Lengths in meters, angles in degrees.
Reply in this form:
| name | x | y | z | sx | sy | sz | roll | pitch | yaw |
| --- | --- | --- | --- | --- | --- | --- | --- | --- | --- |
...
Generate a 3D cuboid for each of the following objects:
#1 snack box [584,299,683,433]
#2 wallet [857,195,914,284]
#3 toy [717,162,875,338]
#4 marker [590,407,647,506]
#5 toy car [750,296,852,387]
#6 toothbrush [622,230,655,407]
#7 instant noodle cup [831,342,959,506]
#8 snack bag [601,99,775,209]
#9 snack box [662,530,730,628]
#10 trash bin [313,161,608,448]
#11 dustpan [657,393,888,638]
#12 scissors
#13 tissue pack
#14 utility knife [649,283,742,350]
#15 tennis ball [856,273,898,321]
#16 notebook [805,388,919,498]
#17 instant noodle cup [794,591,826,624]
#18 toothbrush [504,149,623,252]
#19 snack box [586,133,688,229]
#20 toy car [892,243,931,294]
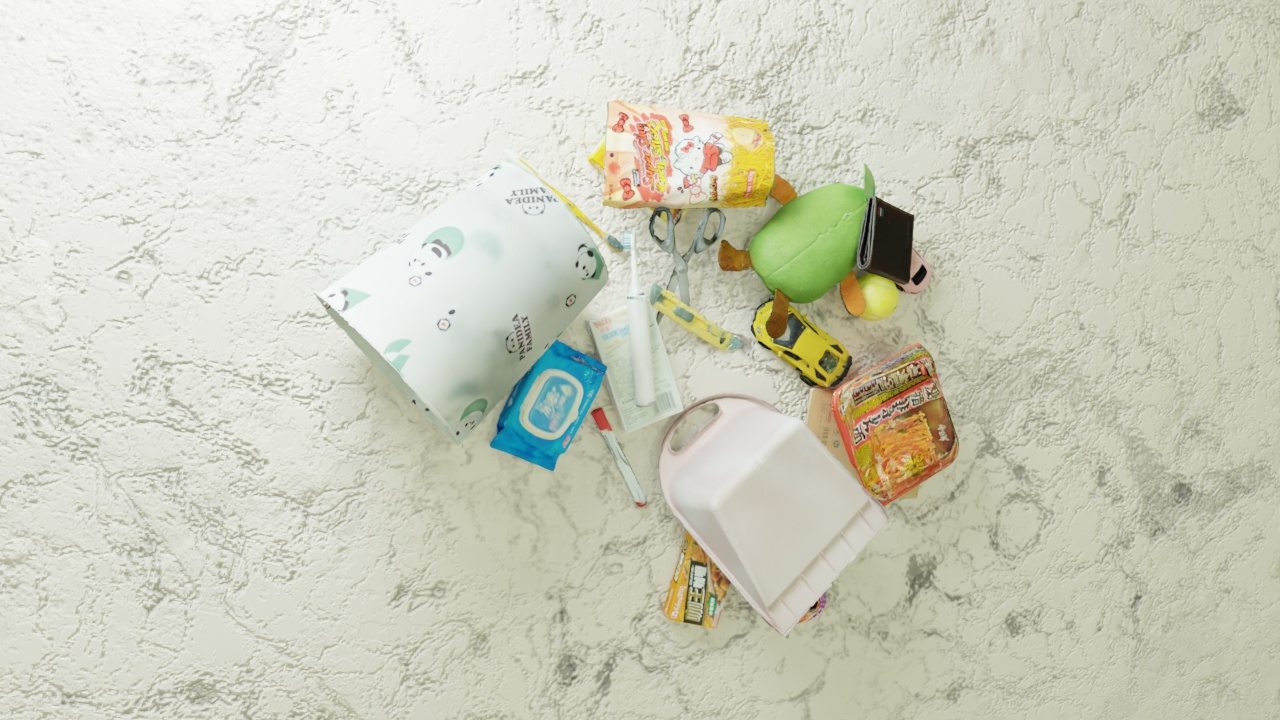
| name | x | y | z | sx | sy | sz | roll | pitch | yaw |
| --- | --- | --- | --- | --- | --- | --- | --- | --- | --- |
| snack box | -0.007 | 0.007 | 1.180 | 0.084 | 0.027 | 0.157 | -21 | 102 | -14 |
| wallet | 0.326 | -0.156 | 1.207 | 0.122 | 0.020 | 0.096 | 8 | 91 | -49 |
| toy | 0.220 | -0.149 | 1.201 | 0.246 | 0.090 | 0.227 | -37 | 95 | -14 |
| marker | -0.027 | 0.127 | 1.195 | 0.017 | 0.017 | 0.145 | -29 | 104 | -13 |
| toy car | 0.216 | -0.022 | 1.241 | 0.156 | 0.041 | 0.071 | 36 | 84 | -17 |
| toothbrush | -0.003 | -0.052 | 1.145 | 0.026 | 0.026 | 0.221 | -2 | 100 | 17 |
| instant noodle cup | 0.341 | 0.086 | 1.257 | 0.164 | 0.079 | 0.189 | -26 | 105 | -16 |
| snack bag | 0.057 | -0.246 | 1.124 | 0.207 | 0.073 | 0.128 | 2 | 96 | -11 |
| snack box | 0.088 | 0.282 | 1.245 | 0.075 | 0.026 | 0.154 | 16 | 92 | -18 |
| trash bin | -0.187 | -0.071 | 1.020 | 0.251 | 0.230 | 0.229 | -45 | 107 | -14 |
| dustpan | 0.158 | 0.175 | 1.199 | 0.222 | 0.139 | 0.273 | -39 | 109 | -19 |
| scissors | 0.052 | -0.122 | 1.155 | 0.175 | 0.014 | 0.159 | -41 | 121 | 11 |
| tissue pack | -0.114 | 0.055 | 1.137 | 0.095 | 0.052 | 0.157 | 28 | 90 | -17 |
| utility knife | 0.071 | -0.052 | 1.195 | 0.164 | 0.018 | 0.031 | 29 | 97 | -35 |
| tennis ball | 0.319 | -0.086 | 1.252 | 0.065 | 0.065 | 0.065 | -2 | 97 | -18 |
| notebook | 0.319 | 0.120 | 1.301 | 0.207 | 0.008 | 0.148 | 6 | 95 | -23 |
| instant noodle cup | 0.201 | 0.296 | 1.245 | 0.111 | 0.111 | 0.099 | -24 | 110 | -14 |
| toothbrush | -0.092 | -0.196 | 1.132 | 0.191 | 0.018 | 0.016 | 39 | 82 | -18 |
| snack box | 0.012 | -0.241 | 1.153 | 0.140 | 0.034 | 0.087 | 39 | 84 | -16 |
| toy car | 0.357 | -0.142 | 1.273 | 0.122 | 0.037 | 0.056 | 41 | 82 | -17 |
